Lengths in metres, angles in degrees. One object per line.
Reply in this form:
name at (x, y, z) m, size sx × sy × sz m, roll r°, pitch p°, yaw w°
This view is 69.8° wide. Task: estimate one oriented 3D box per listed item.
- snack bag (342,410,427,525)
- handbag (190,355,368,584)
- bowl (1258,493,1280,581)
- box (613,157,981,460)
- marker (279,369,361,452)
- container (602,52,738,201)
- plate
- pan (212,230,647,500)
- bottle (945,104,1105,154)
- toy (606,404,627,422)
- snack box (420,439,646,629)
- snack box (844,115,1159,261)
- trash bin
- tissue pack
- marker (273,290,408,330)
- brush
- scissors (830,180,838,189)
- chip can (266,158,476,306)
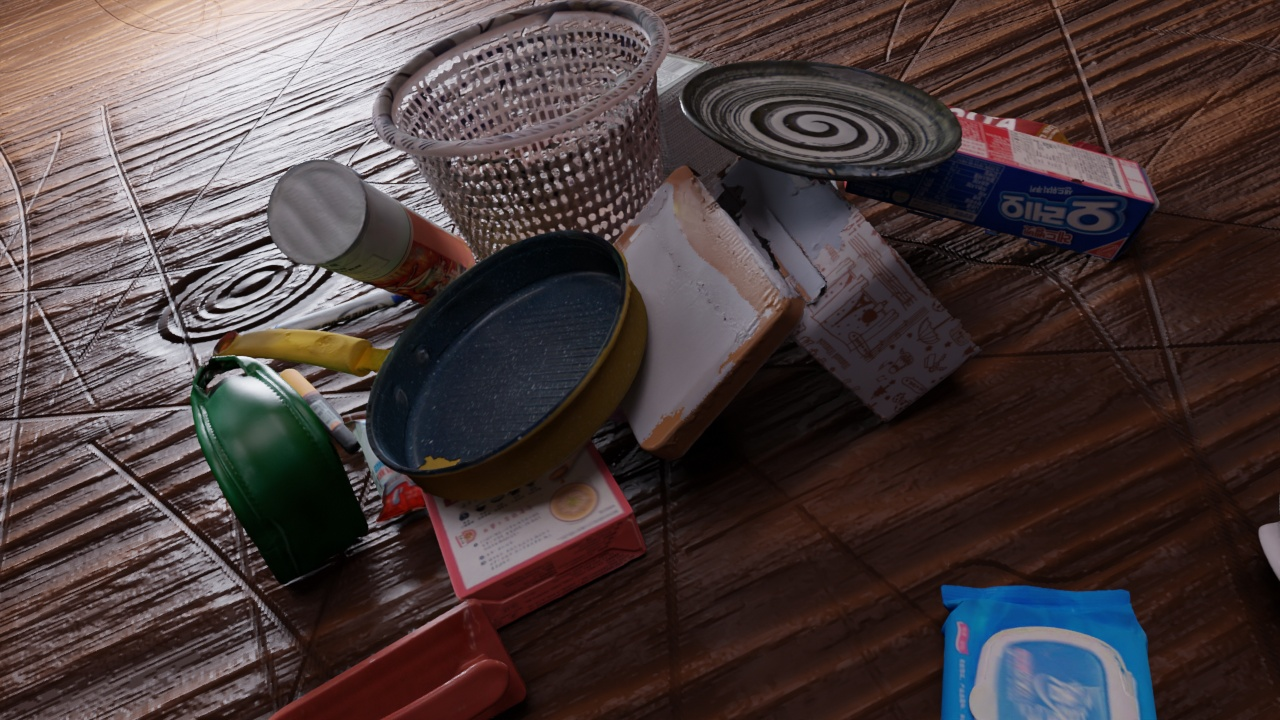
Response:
snack bag at (-0.176, 0.071, 0.647) m, size 0.048 × 0.026 × 0.104 m, roll -17°, pitch 55°, yaw -16°
handbag at (-0.240, 0.072, 0.595) m, size 0.067 × 0.131 × 0.120 m, roll -34°, pitch 51°, yaw -26°
bowl at (0.337, 0.089, 0.428) m, size 0.065 × 0.118 × 0.118 m, roll -40°, pitch 27°, yaw 37°
box at (0.078, -0.026, 0.611) m, size 0.193 × 0.157 × 0.183 m, roll -43°, pitch 38°, yaw 17°
marker at (-0.253, 0.040, 0.726) m, size 0.018 × 0.015 × 0.124 m, roll -40°, pitch 49°, yaw -22°
container at (0.025, -0.205, 0.824) m, size 0.090 × 0.114 × 0.090 m, roll 28°, pitch 58°, yaw 39°
plate at (0.113, -0.151, 0.588) m, size 0.179 × 0.024 × 0.179 m, roll 3°, pitch 36°, yaw -2°
pan at (-0.160, -0.004, 0.621) m, size 0.358 × 0.078 × 0.197 m, roll -6°, pitch 47°, yaw 34°
bottle at (0.281, -0.171, 0.745) m, size 0.175 × 0.057 × 0.057 m, roll 26°, pitch 56°, yaw 38°
toy at (-0.004, 0.004, 0.663) m, size 0.084 × 0.039 × 0.107 m, roll 15°, pitch 48°, yaw 14°
snack box at (-0.074, 0.092, 0.584) m, size 0.113 × 0.044 × 0.127 m, roll -25°, pitch 41°, yaw -9°
snack box at (0.253, -0.130, 0.657) m, size 0.207 × 0.057 × 0.058 m, roll 14°, pitch 44°, yaw -1°
trash bin at (-0.071, -0.150, 0.734) m, size 0.228 × 0.192 × 0.227 m, roll -9°, pitch 42°, yaw 8°
tissue pack at (0.183, 0.165, 0.414) m, size 0.095 × 0.052 × 0.156 m, roll 1°, pitch 44°, yaw 19°
marker at (-0.257, -0.046, 0.817) m, size 0.146 × 0.017 × 0.017 m, roll -19°, pitch 41°, yaw -2°
brush at (-0.136, 0.187, 0.478) m, size 0.145 × 0.063 × 0.069 m, roll -27°, pitch 10°, yaw -10°
scissors at (0.163, -0.184, 0.833) m, size 0.170 × 0.014 × 0.159 m, roll -35°, pitch 45°, yaw -17°
chip can at (-0.193, -0.089, 0.702) m, size 0.071 × 0.214 × 0.071 m, roll -1°, pitch 85°, yaw 10°
